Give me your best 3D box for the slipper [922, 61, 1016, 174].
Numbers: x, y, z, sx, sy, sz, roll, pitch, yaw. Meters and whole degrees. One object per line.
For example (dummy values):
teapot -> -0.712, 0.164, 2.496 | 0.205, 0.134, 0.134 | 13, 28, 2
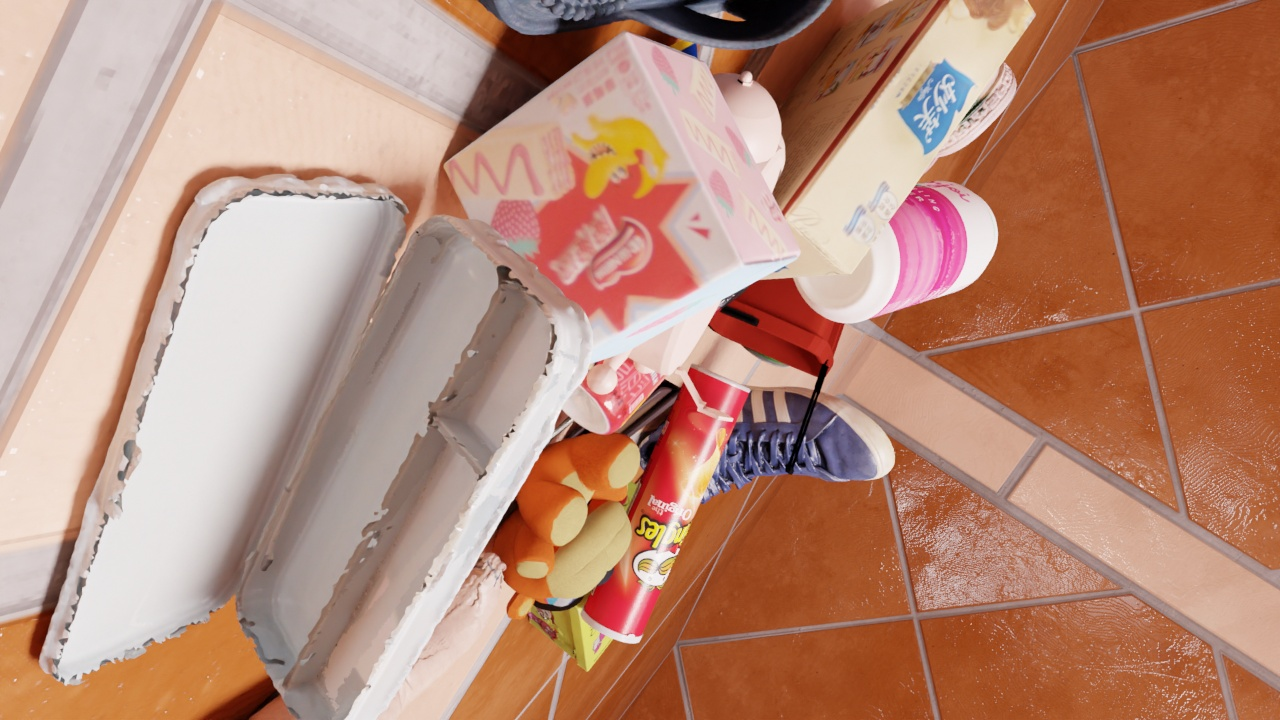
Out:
slipper -> 0.208, -0.180, 0.669 | 0.094, 0.064, 0.239 | -49, -163, 10

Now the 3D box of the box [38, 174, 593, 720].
box -> -0.108, 0.050, 0.328 | 0.129, 0.106, 0.211 | -16, 138, -61

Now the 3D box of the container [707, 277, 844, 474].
container -> 0.110, -0.022, 0.777 | 0.200, 0.127, 0.148 | -65, 164, -3

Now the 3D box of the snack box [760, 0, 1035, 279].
snack box -> 0.132, -0.146, 0.590 | 0.207, 0.055, 0.153 | -53, -162, -10

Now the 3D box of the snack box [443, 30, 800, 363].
snack box -> -0.005, -0.059, 0.364 | 0.093, 0.094, 0.079 | -27, 177, 26

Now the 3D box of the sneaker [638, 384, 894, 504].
sneaker -> 0.099, 0.085, 0.845 | 0.118, 0.233, 0.091 | -34, 124, -34

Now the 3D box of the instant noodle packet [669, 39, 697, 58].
instant noodle packet -> -0.010, -0.094, 0.466 | 0.086, 0.026, 0.135 | -46, 162, -46

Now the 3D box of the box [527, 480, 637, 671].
box -> -0.043, 0.196, 0.854 | 0.124, 0.083, 0.221 | -47, 163, -27

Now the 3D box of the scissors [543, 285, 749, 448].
scissors -> 0.004, -0.002, 0.668 | 0.197, 0.015, 0.179 | -38, -178, 9

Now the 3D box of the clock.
clock -> 0.034, -0.057, 0.473 | 0.131, 0.086, 0.160 | -21, 131, -79

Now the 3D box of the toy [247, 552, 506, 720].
toy -> -0.180, 0.220, 0.560 | 0.196, 0.065, 0.263 | -52, 172, 17

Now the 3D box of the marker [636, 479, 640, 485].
marker -> 0.009, 0.129, 0.985 | 0.146, 0.017, 0.017 | -48, 163, -26

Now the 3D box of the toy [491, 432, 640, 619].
toy -> -0.057, 0.123, 0.666 | 0.111, 0.096, 0.177 | -42, 171, -37

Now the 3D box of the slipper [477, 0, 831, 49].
slipper -> 0.041, -0.168, 0.367 | 0.262, 0.082, 0.101 | -37, 158, -47

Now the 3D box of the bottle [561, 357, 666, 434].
bottle -> 0.003, -0.019, 0.590 | 0.137, 0.062, 0.062 | -49, 163, -25

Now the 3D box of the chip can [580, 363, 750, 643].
chip can -> 0.020, 0.110, 0.714 | 0.215, 0.052, 0.051 | -66, 164, 2

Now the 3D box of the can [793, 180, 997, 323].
can -> 0.190, -0.083, 0.676 | 0.165, 0.088, 0.088 | -16, 141, -41

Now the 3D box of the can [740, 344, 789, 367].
can -> 0.155, -0.060, 0.943 | 0.067, 0.067, 0.121 | -24, 146, -62

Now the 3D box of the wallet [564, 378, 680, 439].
wallet -> -0.008, 0.044, 0.728 | 0.091, 0.018, 0.115 | -39, 168, 7
